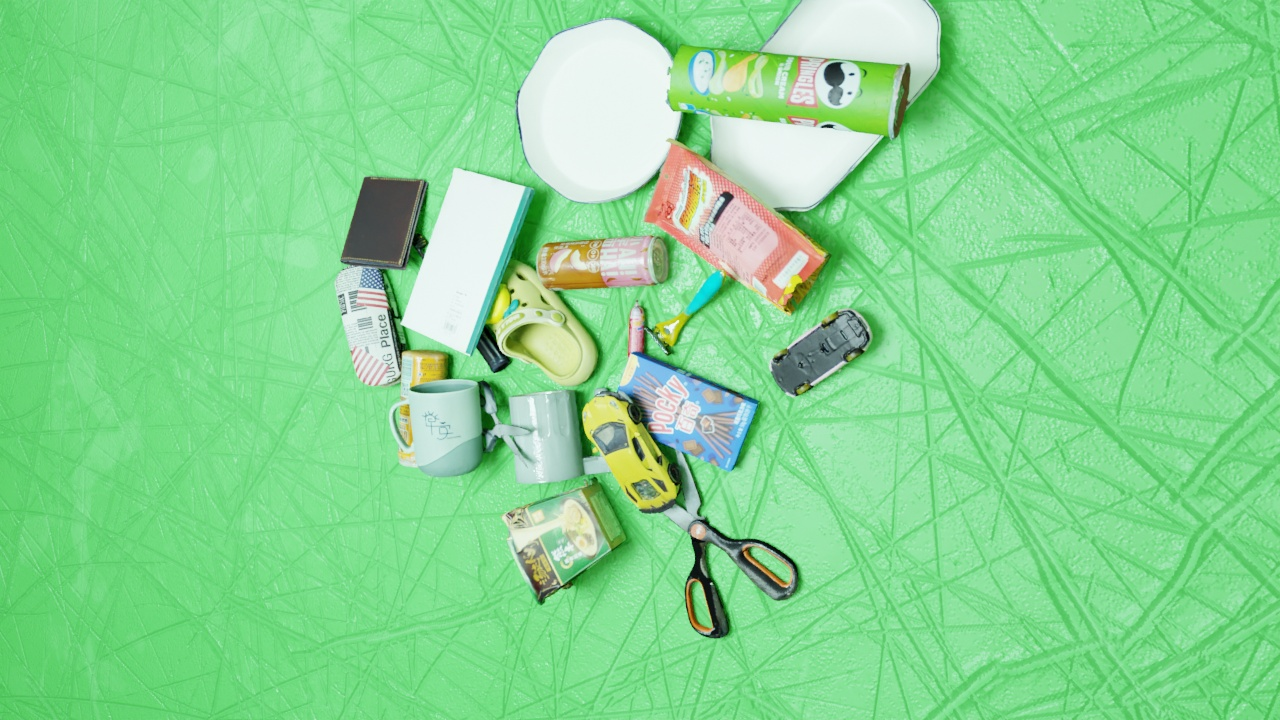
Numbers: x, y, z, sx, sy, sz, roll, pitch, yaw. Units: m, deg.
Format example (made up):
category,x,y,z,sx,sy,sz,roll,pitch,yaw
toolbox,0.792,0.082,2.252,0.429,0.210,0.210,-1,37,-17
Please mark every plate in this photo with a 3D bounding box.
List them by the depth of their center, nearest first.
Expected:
category,x,y,z,sx,sy,sz,roll,pitch,yaw
plate,0.190,-0.277,0.959,0.162,0.034,0.266,45,109,12
plate,-0.043,-0.282,1.051,0.205,0.045,0.205,2,95,23

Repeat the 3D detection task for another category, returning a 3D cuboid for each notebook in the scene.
category,x,y,z,sx,sy,sz,roll,pitch,yaw
notebook,-0.213,-0.122,1.108,0.150,0.012,0.209,22,92,40

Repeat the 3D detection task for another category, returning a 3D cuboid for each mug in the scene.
category,x,y,z,sx,sy,sz,roll,pitch,yaw
mug,-0.093,0.087,1.096,0.124,0.083,0.103,-7,91,-4
mug,-0.250,0.083,1.119,0.112,0.082,0.106,-1,102,3

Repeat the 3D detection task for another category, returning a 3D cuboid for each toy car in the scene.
category,x,y,z,sx,sy,sz,roll,pitch,yaw
toy car,0.193,-0.009,0.984,0.123,0.037,0.056,-39,77,34
toy car,-0.013,0.105,1.041,0.071,0.041,0.156,-22,107,32

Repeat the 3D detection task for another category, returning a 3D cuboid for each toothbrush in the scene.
category,x,y,z,sx,sy,sz,roll,pitch,yaw
toothbrush,-0.233,-0.076,1.161,0.027,0.026,0.212,-34,79,-8

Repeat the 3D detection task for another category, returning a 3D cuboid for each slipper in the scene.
category,x,y,z,sx,sy,sz,roll,pitch,yaw
slipper,-0.134,-0.044,1.092,0.190,0.081,0.092,43,111,10

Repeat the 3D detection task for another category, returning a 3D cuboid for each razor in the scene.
category,x,y,z,sx,sy,sz,roll,pitch,yaw
razor,0.056,-0.059,1.026,0.043,0.028,0.133,52,129,12

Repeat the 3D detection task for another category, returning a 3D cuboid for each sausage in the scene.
category,x,y,z,sx,sy,sz,roll,pitch,yaw
sausage,-0.006,0.006,1.076,0.020,0.020,0.156,7,98,22

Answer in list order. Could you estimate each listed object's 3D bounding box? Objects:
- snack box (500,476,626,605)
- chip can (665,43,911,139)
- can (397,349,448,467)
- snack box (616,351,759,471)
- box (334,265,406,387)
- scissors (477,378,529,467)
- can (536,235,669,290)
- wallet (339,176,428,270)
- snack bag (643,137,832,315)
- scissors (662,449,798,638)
category,x,y,z,sx,sy,sz,roll,pitch,yaw
snack box,-0.083,0.207,1.085,0.106,0.118,0.117,-28,84,12
chip can,0.145,-0.272,0.920,0.236,0.072,0.072,13,100,21
can,-0.279,0.060,1.174,0.058,0.058,0.146,7,98,22
snack box,0.047,0.057,1.044,0.157,0.026,0.084,22,103,11
box,-0.347,-0.047,1.181,0.074,0.079,0.163,-16,82,19
scissors,-0.170,0.082,1.106,0.172,0.014,0.159,-55,49,49
can,-0.045,-0.112,1.060,0.147,0.057,0.058,-1,95,23
wallet,-0.328,-0.177,1.174,0.096,0.020,0.122,7,76,18
snack bag,0.097,-0.139,0.985,0.208,0.073,0.129,39,147,14
scissors,0.077,0.220,1.061,0.221,0.021,0.224,18,102,20
